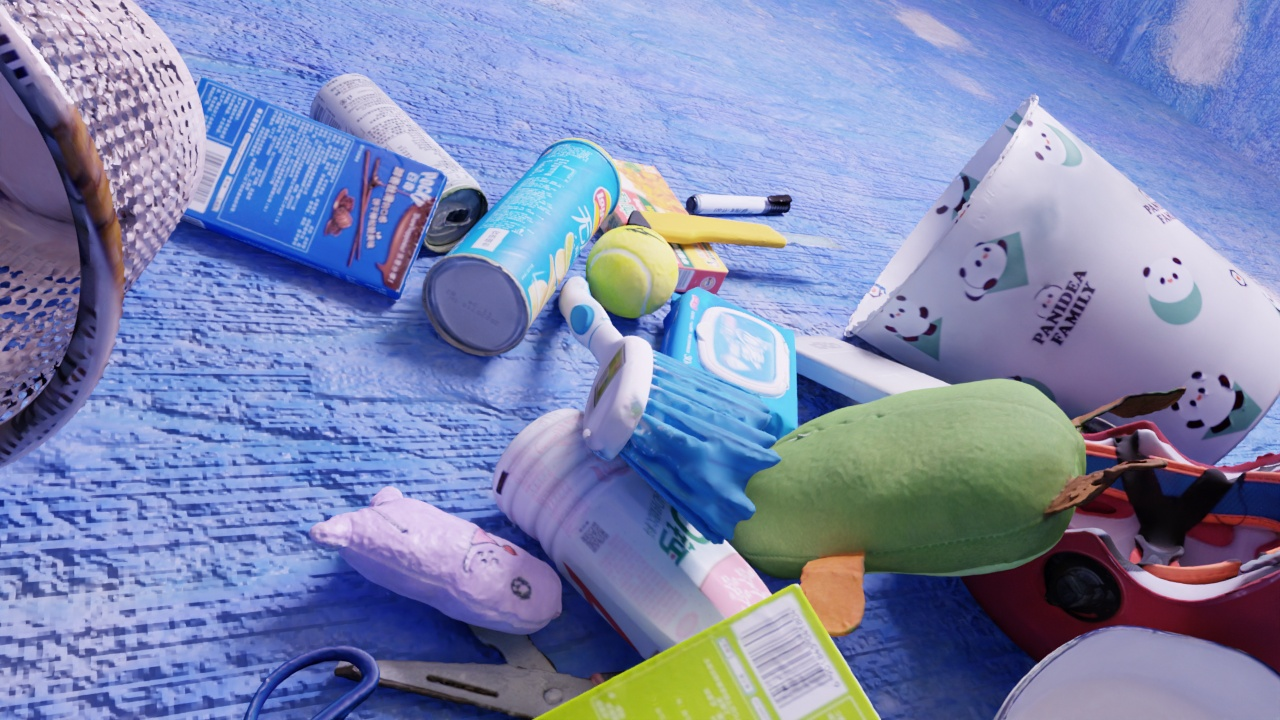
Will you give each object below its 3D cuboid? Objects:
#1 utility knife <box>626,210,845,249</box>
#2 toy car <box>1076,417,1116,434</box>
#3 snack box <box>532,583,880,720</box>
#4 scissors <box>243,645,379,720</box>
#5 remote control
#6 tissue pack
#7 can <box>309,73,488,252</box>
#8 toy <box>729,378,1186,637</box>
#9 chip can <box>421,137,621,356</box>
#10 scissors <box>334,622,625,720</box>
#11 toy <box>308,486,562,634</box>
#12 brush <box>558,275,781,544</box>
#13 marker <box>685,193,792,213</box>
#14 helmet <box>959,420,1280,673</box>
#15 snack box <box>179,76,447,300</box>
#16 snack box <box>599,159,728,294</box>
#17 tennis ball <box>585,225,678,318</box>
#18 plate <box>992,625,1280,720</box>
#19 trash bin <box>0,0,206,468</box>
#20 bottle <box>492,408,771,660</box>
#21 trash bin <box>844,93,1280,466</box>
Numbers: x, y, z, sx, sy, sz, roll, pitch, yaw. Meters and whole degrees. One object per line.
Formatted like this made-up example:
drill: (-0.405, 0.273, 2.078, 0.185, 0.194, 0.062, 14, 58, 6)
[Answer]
utility knife: (0.082, -0.101, 0.752, 0.219, 0.015, 0.033, 1, 41, -30)
toy car: (0.304, 0.080, 0.649, 0.042, 0.090, 0.035, 31, 16, 10)
snack box: (0.014, 0.157, 0.345, 0.156, 0.026, 0.085, -23, 63, -16)
scissors: (-0.144, 0.164, 0.311, 0.176, 0.012, 0.161, 28, 43, -3)
remote control: (0.156, 0.011, 0.647, 0.058, 0.021, 0.150, -4, 17, -27)
tissue pack: (0.059, 0.006, 0.617, 0.095, 0.052, 0.156, 22, 35, -8)
can: (-0.173, -0.141, 0.650, 0.147, 0.058, 0.058, 44, 39, 23)
toy: (0.141, 0.063, 0.468, 0.226, 0.247, 0.090, -32, 102, -50)
chip can: (-0.074, -0.085, 0.632, 0.071, 0.071, 0.209, 26, 36, -1)
scissors: (-0.019, 0.159, 0.402, 0.188, 0.015, 0.226, -8, 46, -41)
toy: (-0.084, 0.090, 0.412, 0.108, 0.039, 0.083, 22, 8, 2)
brush: (-0.003, 0.003, 0.509, 0.109, 0.060, 0.314, 30, 9, -7)
marker: (0.095, -0.148, 0.865, 0.130, 0.023, 0.018, -7, 53, -40)
helmet: (0.287, 0.124, 0.538, 0.240, 0.144, 0.206, 11, 19, 31)
snack box: (-0.209, -0.105, 0.566, 0.157, 0.026, 0.084, 21, 78, -9)
snack box: (0.004, -0.114, 0.757, 0.077, 0.027, 0.155, 2, 42, -33)
tennis ball: (-0.006, -0.063, 0.651, 0.065, 0.066, 0.065, 17, 36, -13)
plate: (0.229, 0.222, 0.393, 0.204, 0.046, 0.204, 4, 65, -10)
trash bin: (-0.297, -0.089, 0.392, 0.227, 0.228, 0.191, 19, 23, -11)
bottle: (0.012, 0.105, 0.432, 0.068, 0.068, 0.197, -17, 49, -45)
trash bin: (0.331, -0.038, 0.718, 0.252, 0.230, 0.228, 37, 36, 4)
